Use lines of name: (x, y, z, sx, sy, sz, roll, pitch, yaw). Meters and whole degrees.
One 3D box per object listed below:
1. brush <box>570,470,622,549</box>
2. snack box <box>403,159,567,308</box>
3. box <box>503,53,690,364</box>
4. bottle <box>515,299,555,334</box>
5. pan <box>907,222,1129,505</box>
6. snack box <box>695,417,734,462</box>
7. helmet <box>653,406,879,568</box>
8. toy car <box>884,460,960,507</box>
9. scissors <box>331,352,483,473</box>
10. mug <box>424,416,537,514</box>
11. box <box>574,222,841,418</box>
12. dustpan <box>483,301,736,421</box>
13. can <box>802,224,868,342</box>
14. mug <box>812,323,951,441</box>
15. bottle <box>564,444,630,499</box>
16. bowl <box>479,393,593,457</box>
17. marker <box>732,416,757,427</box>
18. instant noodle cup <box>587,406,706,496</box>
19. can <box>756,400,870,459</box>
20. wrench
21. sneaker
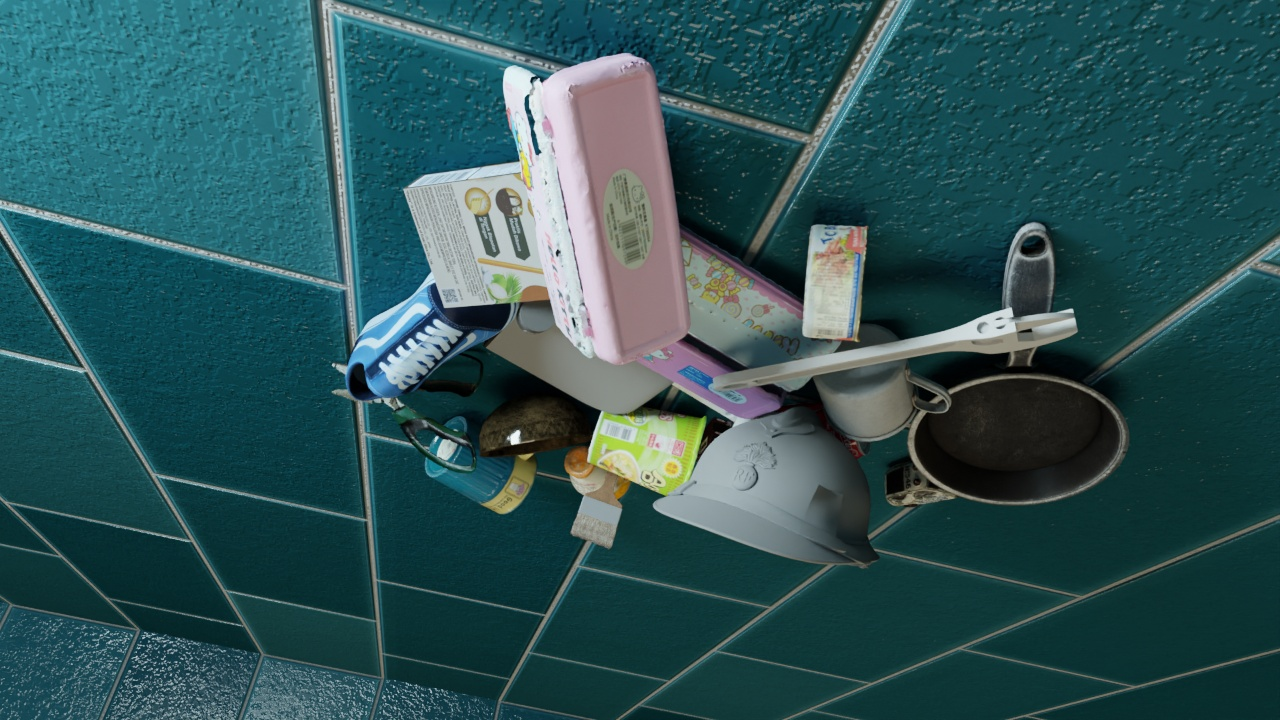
brush: (-0.032, 0.131, 0.990, 0.045, 0.142, 0.008, 22, 147, -3)
snack box: (-0.076, -0.098, 0.693, 0.186, 0.031, 0.101, -3, 119, 20)
box: (-0.035, -0.103, 0.629, 0.103, 0.086, 0.202, 29, 137, 50)
bottle: (-0.090, -0.038, 0.781, 0.030, 0.030, 0.113, 16, 177, -10)
pan: (0.325, 0.014, 0.790, 0.187, 0.055, 0.357, -1, 135, 18)
snack box: (0.136, 0.104, 1.006, 0.141, 0.031, 0.051, 15, 149, -9)
helmet: (0.126, 0.097, 0.805, 0.184, 0.117, 0.270, 15, 178, 31)
toy car: (0.310, 0.124, 0.974, 0.113, 0.048, 0.040, -20, 142, 37)
scissors: (-0.245, 0.022, 0.967, 0.210, 0.015, 0.147, 27, 114, 14)
mug: (-0.177, 0.112, 1.077, 0.114, 0.083, 0.107, -42, 123, 19)
box: (0.045, -0.030, 0.765, 0.214, 0.048, 0.150, 29, 135, -15)
dustpan: (-0.005, 0.005, 0.890, 0.257, 0.033, 0.164, 31, 143, -17)
can: (0.146, -0.058, 0.685, 0.043, 0.086, 0.086, 5, 149, 11)
mug: (0.208, 0.019, 0.793, 0.113, 0.084, 0.070, 4, 148, 28)
bottle: (-0.052, 0.125, 1.047, 0.063, 0.063, 0.109, -1, 163, 17)
bowl: (-0.114, 0.065, 0.977, 0.121, 0.056, 0.121, -9, 170, -2)
marker: (0.108, 0.050, 0.903, 0.020, 0.020, 0.142, 12, 133, -5)
instant noodle cup: (0.006, 0.090, 0.970, 0.108, 0.098, 0.099, 18, 149, 3)
can: (0.171, 0.073, 0.914, 0.105, 0.064, 0.064, -9, 145, 28)
wrench: (0.190, -0.004, 0.715, 0.274, 0.018, 0.086, -12, 167, 22)
sneaker: (-0.195, -0.012, 0.843, 0.083, 0.098, 0.242, 35, 141, -30)
